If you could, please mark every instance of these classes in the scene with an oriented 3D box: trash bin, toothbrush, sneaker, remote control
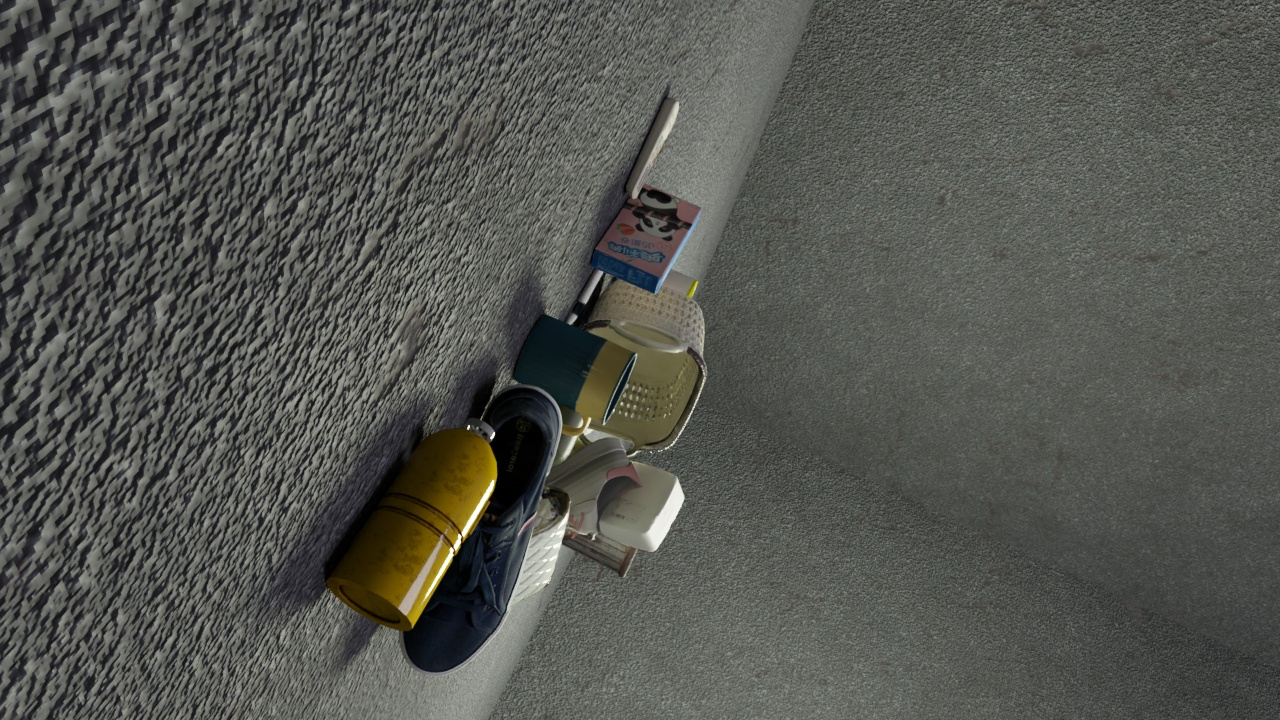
[{"bbox_3d":[-0.078,0.252,1.474,0.131,0.211,0.131,28,87,-85],"label":"trash bin"},{"bbox_3d":[-0.069,-0.069,1.109,0.186,0.017,0.012,-63,-172,-25],"label":"toothbrush"},{"bbox_3d":[-0.099,0.198,1.212,0.235,0.089,0.099,-34,150,-16],"label":"sneaker"},{"bbox_3d":[0.014,-0.251,1.088,0.125,0.018,0.038,-65,175,1],"label":"remote control"},{"bbox_3d":[-0.153,0.164,0.846,0.127,0.120,0.294,-136,-112,-81],"label":"sneaker"}]

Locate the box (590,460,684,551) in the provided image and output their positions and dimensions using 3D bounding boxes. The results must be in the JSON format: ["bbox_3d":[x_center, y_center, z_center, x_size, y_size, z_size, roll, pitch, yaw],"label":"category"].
[{"bbox_3d":[-0.025,0.209,1.316,0.189,0.101,0.111,-3,-137,46],"label":"box"}]

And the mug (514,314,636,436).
[{"bbox_3d":[-0.074,0.022,0.966,0.083,0.107,0.114,-58,172,-70],"label":"mug"}]

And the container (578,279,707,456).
[{"bbox_3d":[-0.007,0.007,1.254,0.252,0.185,0.142,111,-3,-48],"label":"container"}]

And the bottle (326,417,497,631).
[{"bbox_3d":[-0.160,0.114,0.695,0.071,0.071,0.163,108,8,-55],"label":"bottle"}]

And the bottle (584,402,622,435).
[{"bbox_3d":[-0.083,0.091,1.504,0.116,0.041,0.041,-42,173,-5],"label":"bottle"}]

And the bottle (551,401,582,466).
[{"bbox_3d":[-0.104,0.071,1.107,0.071,0.071,0.206,92,23,-78],"label":"bottle"}]

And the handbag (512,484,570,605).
[{"bbox_3d":[-0.157,0.227,1.089,0.138,0.072,0.195,-20,151,-27],"label":"handbag"}]

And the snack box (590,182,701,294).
[{"bbox_3d":[0.009,-0.152,1.121,0.033,0.088,0.153,108,8,-48],"label":"snack box"}]

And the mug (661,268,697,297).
[{"bbox_3d":[0.023,-0.106,1.404,0.082,0.106,0.082,28,87,-86],"label":"mug"}]

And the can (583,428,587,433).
[{"bbox_3d":[-0.107,0.099,1.401,0.086,0.043,0.086,26,88,-84],"label":"can"}]

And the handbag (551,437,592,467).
[{"bbox_3d":[-0.103,0.163,1.330,0.111,0.119,0.081,-64,170,5],"label":"handbag"}]
